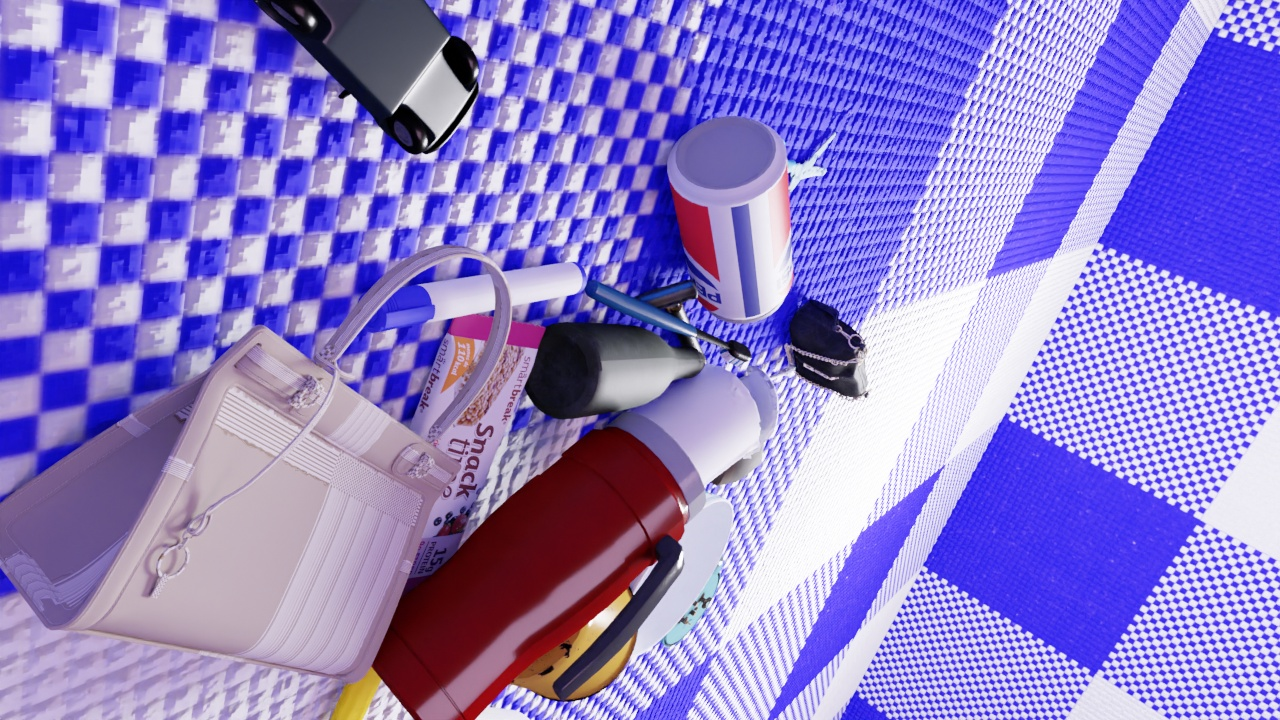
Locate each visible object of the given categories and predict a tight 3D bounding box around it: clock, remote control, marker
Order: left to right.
[{"bbox_3d":[-0.131,0.296,0.706,0.060,0.025,0.138,-54,153,-9],"label":"remote control"},{"bbox_3d":[-0.078,-0.033,0.460,0.141,0.020,0.020,-17,132,-52],"label":"marker"},{"bbox_3d":[0.037,0.219,0.881,0.089,0.053,0.124,-36,146,-39],"label":"clock"}]

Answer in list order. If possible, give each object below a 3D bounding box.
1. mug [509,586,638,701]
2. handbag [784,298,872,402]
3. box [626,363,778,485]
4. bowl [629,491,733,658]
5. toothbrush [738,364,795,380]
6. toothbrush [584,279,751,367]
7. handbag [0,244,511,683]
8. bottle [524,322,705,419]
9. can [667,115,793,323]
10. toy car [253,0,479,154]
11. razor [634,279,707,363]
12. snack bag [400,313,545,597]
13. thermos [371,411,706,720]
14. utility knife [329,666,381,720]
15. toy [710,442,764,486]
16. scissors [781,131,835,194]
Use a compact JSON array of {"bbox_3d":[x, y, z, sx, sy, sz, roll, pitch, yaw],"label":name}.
[{"bbox_3d":[-0.064,0.157,0.611,0.094,0.101,0.123,55,29,-59],"label":"mug"},{"bbox_3d":[0.181,-0.006,0.859,0.054,0.079,0.128,-52,153,-14],"label":"handbag"},{"bbox_3d":[0.045,0.052,0.676,0.142,0.089,0.080,-35,-179,-32],"label":"box"},{"bbox_3d":[0.001,0.152,0.724,0.143,0.074,0.144,-40,148,-32],"label":"bowl"},{"bbox_3d":[0.089,0.026,0.802,0.185,0.022,0.024,-15,149,-52],"label":"toothbrush"},{"bbox_3d":[0.022,-0.023,0.602,0.014,0.014,0.167,-35,146,29],"label":"toothbrush"},{"bbox_3d":[-0.126,0.034,0.398,0.197,0.062,0.176,-52,153,-10],"label":"handbag"},{"bbox_3d":[-0.004,0.003,0.588,0.173,0.055,0.055,-4,121,-60],"label":"bottle"},{"bbox_3d":[0.060,-0.085,0.583,0.070,0.070,0.132,-49,152,-19],"label":"can"},{"bbox_3d":[-0.097,-0.118,0.324,0.046,0.034,0.112,-56,152,-7],"label":"toy car"},{"bbox_3d":[0.029,-0.024,0.654,0.043,0.022,0.144,-15,157,8],"label":"razor"},{"bbox_3d":[-0.109,0.067,0.502,0.070,0.016,0.197,9,107,-56],"label":"snack bag"},{"bbox_3d":[-0.048,0.123,0.511,0.198,0.108,0.084,-39,144,-25],"label":"thermos"},{"bbox_3d":[-0.159,0.182,0.548,0.224,0.019,0.030,-61,158,10],"label":"utility knife"},{"bbox_3d":[0.062,0.083,0.778,0.100,0.076,0.062,115,-18,-52],"label":"toy"},{"bbox_3d":[0.109,-0.142,0.679,0.140,0.015,0.111,-53,154,-24],"label":"scissors"}]
